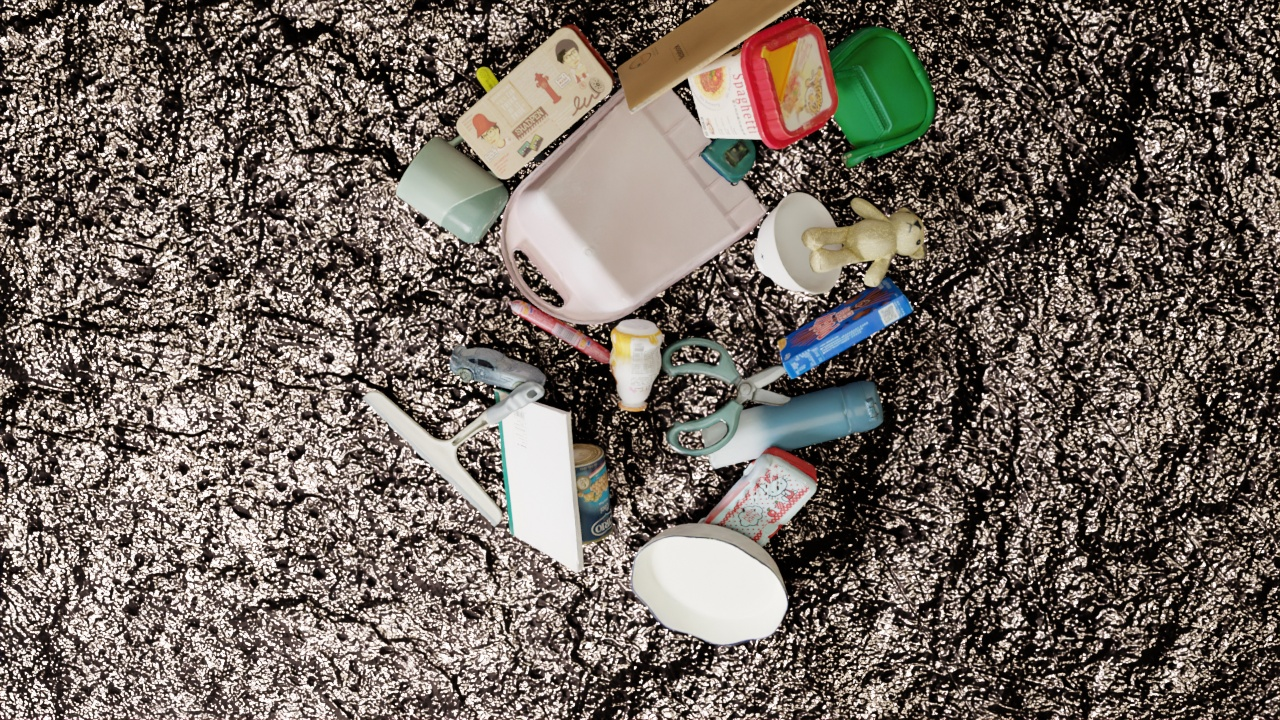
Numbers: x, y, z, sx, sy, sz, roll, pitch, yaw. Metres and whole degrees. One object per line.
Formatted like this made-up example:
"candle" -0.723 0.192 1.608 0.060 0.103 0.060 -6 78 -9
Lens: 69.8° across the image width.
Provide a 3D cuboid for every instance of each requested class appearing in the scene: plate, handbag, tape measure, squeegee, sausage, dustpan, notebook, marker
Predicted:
"plate" 0.090 0.287 1.190 0.205 0.045 0.205 10 129 12
"handbag" 0.251 -0.290 1.005 0.120 0.068 0.131 -31 103 14
"tape measure" 0.104 -0.236 1.048 0.058 0.025 0.054 40 88 -15
"squeegee" -0.192 0.075 1.151 0.246 0.039 0.247 47 130 -12
"sausage" -0.098 -0.037 1.140 0.156 0.020 0.020 30 108 -6
"dustpan" -0.030 -0.175 1.096 0.273 0.139 0.222 -40 101 -14
"notebook" -0.130 0.149 1.157 0.150 0.012 0.209 15 116 46
"marker" -0.149 -0.285 1.064 0.018 0.015 0.124 -32 105 12
"notebook" 0.069 -0.341 0.963 0.208 0.147 0.008 -30 122 13

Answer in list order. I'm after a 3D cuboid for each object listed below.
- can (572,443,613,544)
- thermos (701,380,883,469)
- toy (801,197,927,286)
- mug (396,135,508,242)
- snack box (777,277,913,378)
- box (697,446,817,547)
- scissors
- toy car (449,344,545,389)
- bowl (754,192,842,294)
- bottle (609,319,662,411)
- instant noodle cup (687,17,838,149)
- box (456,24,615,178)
"can" -0.078 0.169 1.177 0.075 0.075 0.111 -4 108 5
"thermos" 0.187 0.078 1.131 0.221 0.070 0.070 -15 106 10
"toy" 0.254 -0.136 1.038 0.157 0.066 0.105 -12 82 -20
"mug" -0.207 -0.206 1.066 0.106 0.082 0.111 35 76 -7
"snack box" 0.237 -0.039 1.080 0.157 0.084 0.026 -31 104 13
"box" 0.137 0.189 1.149 0.087 0.048 0.202 27 129 -8
"scissors" 0.089 0.027 1.118 0.174 0.019 0.177 -32 73 12
"toy car" -0.177 0.011 1.143 0.120 0.054 0.037 16 110 -2
"bowl" 0.171 -0.128 1.059 0.065 0.118 0.118 -13 112 49
"bottle" -0.007 0.007 1.124 0.063 0.063 0.108 4 108 3
"instant noodle cup" 0.125 -0.288 0.974 0.116 0.124 0.116 -34 115 -32
"box" -0.115 -0.291 1.023 0.168 0.079 0.091 -37 108 14
